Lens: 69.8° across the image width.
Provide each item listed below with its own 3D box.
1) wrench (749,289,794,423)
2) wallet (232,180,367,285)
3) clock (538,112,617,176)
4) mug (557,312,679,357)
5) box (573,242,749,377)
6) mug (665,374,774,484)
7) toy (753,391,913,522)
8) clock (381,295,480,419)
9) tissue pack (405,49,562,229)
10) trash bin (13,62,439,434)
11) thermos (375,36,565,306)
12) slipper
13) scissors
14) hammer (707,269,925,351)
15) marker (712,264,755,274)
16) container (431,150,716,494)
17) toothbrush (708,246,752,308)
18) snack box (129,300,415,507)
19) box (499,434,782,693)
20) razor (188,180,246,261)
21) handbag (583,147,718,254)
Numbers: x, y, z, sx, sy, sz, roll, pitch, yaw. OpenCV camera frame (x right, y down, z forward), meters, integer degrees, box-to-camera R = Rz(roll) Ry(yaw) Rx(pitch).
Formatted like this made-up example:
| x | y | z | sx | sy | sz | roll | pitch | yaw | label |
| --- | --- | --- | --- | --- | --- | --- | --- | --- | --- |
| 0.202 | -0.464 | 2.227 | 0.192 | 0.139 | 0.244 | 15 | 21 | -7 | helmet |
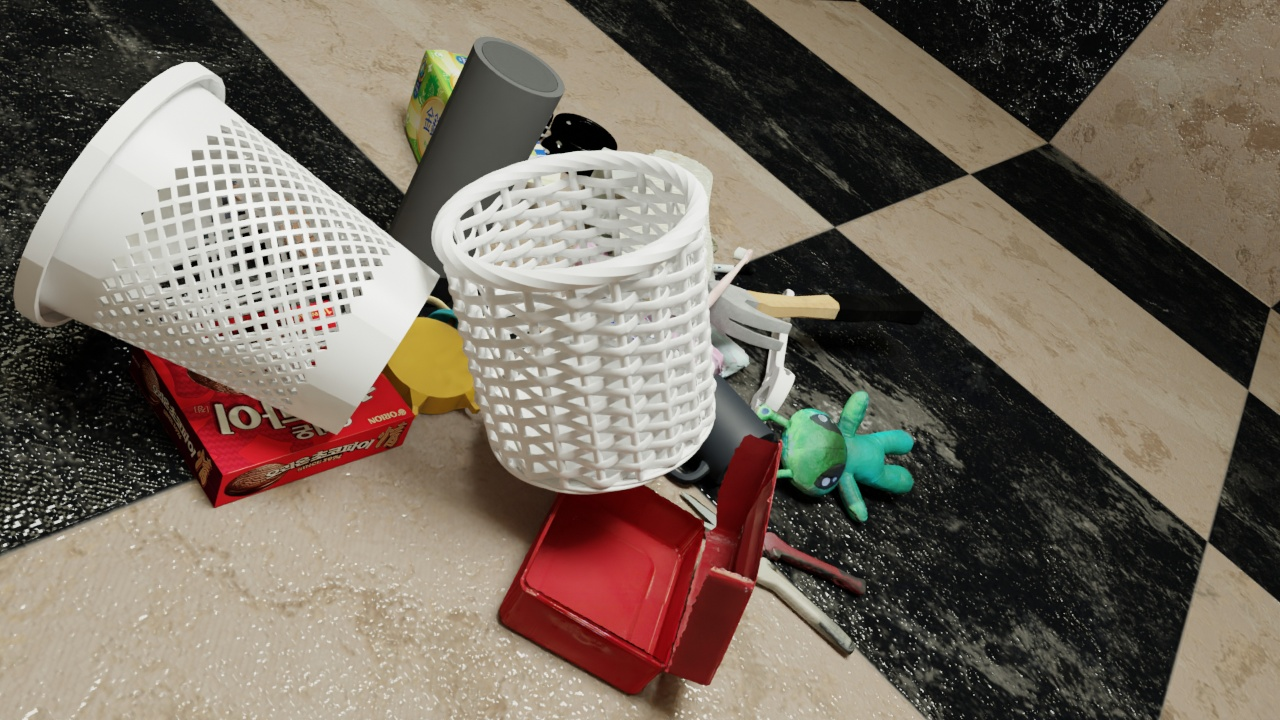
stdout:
| x | y | z | sx | sy | sz | roll | pitch | yaw | label |
| --- | --- | --- | --- | --- | --- | --- | --- | --- | --- |
| 0.155 | -0.015 | 1.036 | 0.018 | 0.066 | 0.272 | 29 | 31 | -4 | wrench |
| -0.299 | -0.117 | 0.814 | 0.121 | 0.013 | 0.087 | 42 | 16 | -11 | wallet |
| -0.090 | -0.276 | 1.170 | 0.120 | 0.043 | 0.091 | 10 | 41 | -28 | clock |
| -0.005 | 0.005 | 0.861 | 0.121 | 0.091 | 0.090 | -8 | 51 | -43 | mug |
| 0.017 | -0.048 | 0.985 | 0.201 | 0.067 | 0.153 | 43 | 10 | 15 | box |
| 0.061 | 0.073 | 0.859 | 0.105 | 0.071 | 0.077 | -32 | 67 | -23 | mug |
| 0.198 | 0.096 | 0.926 | 0.193 | 0.073 | 0.130 | 10 | 77 | -28 | toy |
| -0.186 | -0.007 | 0.786 | 0.099 | 0.044 | 0.129 | -3 | 55 | -39 | clock |
| -0.164 | -0.242 | 1.022 | 0.141 | 0.121 | 0.197 | 1 | 52 | -34 | tissue pack |
| -0.258 | -0.057 | 0.621 | 0.199 | 0.196 | 0.195 | 33 | 35 | -15 | trash bin |
| -0.158 | -0.160 | 0.819 | 0.082 | 0.241 | 0.082 | 24 | 35 | -18 | thermos |
| 0.029 | -0.134 | 0.962 | 0.115 | 0.052 | 0.262 | 19 | 42 | -8 | slipper |
| 0.124 | 0.183 | 0.812 | 0.184 | 0.015 | 0.179 | 1 | 46 | -34 | scissors |
| 0.207 | -0.061 | 1.056 | 0.327 | 0.039 | 0.131 | -1 | 35 | -35 | hammer |
| 0.087 | -0.115 | 1.139 | 0.151 | 0.011 | 0.011 | -1 | 47 | -37 | marker |
| -0.040 | -0.031 | 0.680 | 0.189 | 0.187 | 0.189 | -5 | 36 | 3 | container |
| 0.090 | -0.089 | 0.969 | 0.018 | 0.016 | 0.180 | 19 | 29 | 12 | toothbrush |
| -0.272 | 0.025 | 0.687 | 0.151 | 0.036 | 0.132 | -18 | 59 | -47 | snack box |
| -0.001 | 0.136 | 0.678 | 0.170 | 0.157 | 0.156 | 14 | 34 | 7 | box |
| -0.359 | -0.131 | 0.800 | 0.047 | 0.052 | 0.142 | 19 | 32 | -12 | razor |
| 0.024 | -0.180 | 1.104 | 0.176 | 0.074 | 0.151 | 24 | 27 | -20 | handbag |
